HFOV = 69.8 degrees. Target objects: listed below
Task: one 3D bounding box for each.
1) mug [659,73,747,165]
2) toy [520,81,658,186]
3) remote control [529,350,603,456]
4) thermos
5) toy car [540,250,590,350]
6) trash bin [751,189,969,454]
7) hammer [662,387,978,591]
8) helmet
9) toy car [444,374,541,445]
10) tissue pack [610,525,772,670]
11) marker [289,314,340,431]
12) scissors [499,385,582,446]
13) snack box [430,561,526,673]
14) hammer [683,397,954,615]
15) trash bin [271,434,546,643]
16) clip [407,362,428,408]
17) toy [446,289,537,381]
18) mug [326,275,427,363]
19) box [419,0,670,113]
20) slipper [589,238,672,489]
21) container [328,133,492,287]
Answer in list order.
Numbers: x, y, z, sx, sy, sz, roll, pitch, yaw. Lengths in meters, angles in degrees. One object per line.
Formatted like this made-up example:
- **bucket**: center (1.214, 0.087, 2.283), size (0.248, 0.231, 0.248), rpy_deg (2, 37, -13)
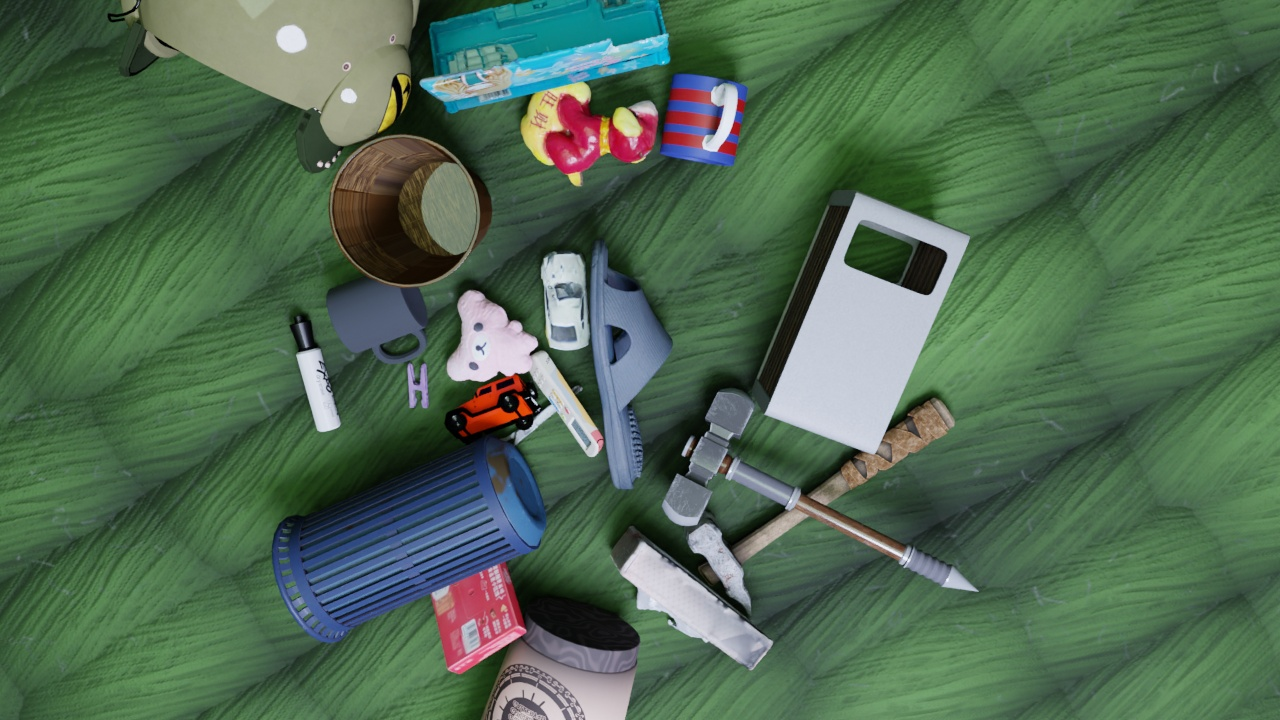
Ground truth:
- **mug**: center (0.067, -0.233, 0.890), size (0.075, 0.112, 0.076), rpy_deg (7, 101, -17)
- **toy**: center (-0.054, -0.227, 0.919), size (0.137, 0.067, 0.105), rpy_deg (11, 97, 5)
- **remote control**: center (-0.079, 0.045, 0.963), size (0.018, 0.038, 0.125), rpy_deg (-31, 79, -26)
- **thermos**: center (-0.093, 0.387, 0.984), size (0.172, 0.172, 0.226), rpy_deg (17, 94, -3)
- **toy car**: center (-0.079, -0.062, 0.963), size (0.048, 0.033, 0.105), rpy_deg (-3, 99, 3)
- **trash bin**: center (0.213, -0.042, 0.922), size (0.114, 0.114, 0.229), rpy_deg (20, 100, -3)
- **hammer**: center (0.192, 0.159, 0.943), size (0.322, 0.043, 0.156), rpy_deg (26, 83, 9)
- **helmet**: center (-0.301, -0.309, 0.795), size (0.250, 0.255, 0.233), rpy_deg (27, 102, -5)
- **toy car**: center (-0.157, 0.052, 0.974), size (0.100, 0.051, 0.048), rpy_deg (-20, 57, 5)
- **tissue pack**: center (0.046, 0.262, 0.991), size (0.181, 0.104, 0.071), rpy_deg (36, 83, -8)
- **marker**: center (-0.350, 0.013, 0.983), size (0.025, 0.025, 0.126), rpy_deg (-12, 100, 2)
- **scissors**: center (-0.137, 0.074, 0.997), size (0.090, 0.014, 0.172), rpy_deg (29, 102, -7)
- **snack box**: center (-0.179, 0.253, 0.980), size (0.089, 0.133, 0.021), rpy_deg (-33, 137, 7)
- **hammer**: center (0.199, 0.147, 0.995), size (0.319, 0.049, 0.121), rpy_deg (-36, 101, 5)
- **trash bin**: center (-0.231, 0.179, 0.952), size (0.250, 0.139, 0.139), rpy_deg (-24, 99, 5)
- **clip**: center (-0.237, 0.028, 0.991), size (0.037, 0.013, 0.053), rpy_deg (15, 103, -2)
- **toy**: center (-0.153, -0.017, 0.958), size (0.096, 0.052, 0.099), rpy_deg (17, 102, 16)
- **mug**: center (-0.265, -0.041, 0.956), size (0.077, 0.071, 0.105), rpy_deg (-20, 126, 4)
- **box**: center (-0.086, -0.288, 0.869), size (0.227, 0.172, 0.083), rpy_deg (-12, 130, 2)
- **slipper**: center (-0.006, 0.005, 0.942), size (0.082, 0.101, 0.264), rpy_deg (-6, 104, 2)
- **container**: center (-0.205, -0.143, 0.880), size (0.132, 0.167, 0.132), rpy_deg (0, 100, 0)
